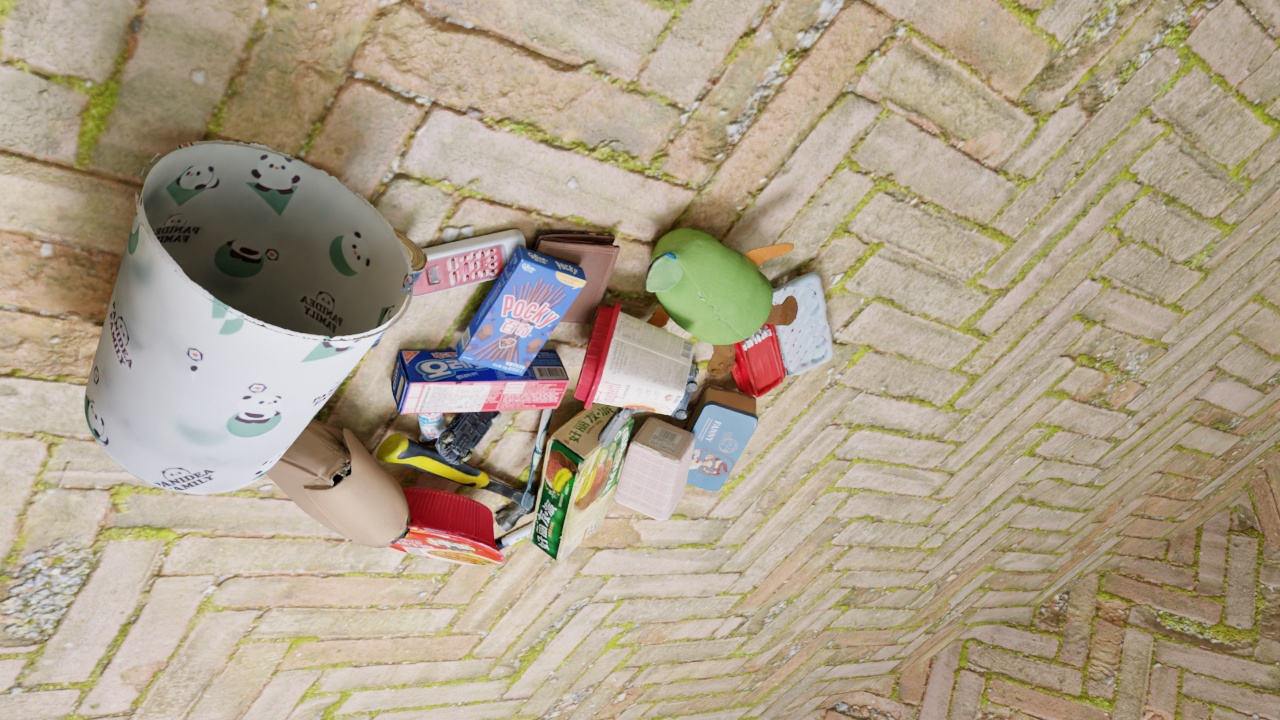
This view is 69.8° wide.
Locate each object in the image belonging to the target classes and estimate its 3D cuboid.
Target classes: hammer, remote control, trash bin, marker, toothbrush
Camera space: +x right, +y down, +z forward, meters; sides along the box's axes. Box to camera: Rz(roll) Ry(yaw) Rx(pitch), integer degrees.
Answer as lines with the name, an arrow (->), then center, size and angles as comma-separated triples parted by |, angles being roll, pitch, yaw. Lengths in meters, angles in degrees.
hammer -> -0.224, 0.154, 1.230 | 0.126, 0.032, 0.323 | -39, 146, 9
remote control -> -0.189, -0.105, 0.992 | 0.135, 0.020, 0.056 | -15, 139, -17
trash bin -> -0.362, -0.025, 0.822 | 0.229, 0.229, 0.253 | 11, 132, -40
marker -> -0.181, 0.267, 1.415 | 0.130, 0.018, 0.023 | -25, 150, -4
toothbrush -> -0.136, 0.122, 1.240 | 0.016, 0.018, 0.192 | -6, 120, -45

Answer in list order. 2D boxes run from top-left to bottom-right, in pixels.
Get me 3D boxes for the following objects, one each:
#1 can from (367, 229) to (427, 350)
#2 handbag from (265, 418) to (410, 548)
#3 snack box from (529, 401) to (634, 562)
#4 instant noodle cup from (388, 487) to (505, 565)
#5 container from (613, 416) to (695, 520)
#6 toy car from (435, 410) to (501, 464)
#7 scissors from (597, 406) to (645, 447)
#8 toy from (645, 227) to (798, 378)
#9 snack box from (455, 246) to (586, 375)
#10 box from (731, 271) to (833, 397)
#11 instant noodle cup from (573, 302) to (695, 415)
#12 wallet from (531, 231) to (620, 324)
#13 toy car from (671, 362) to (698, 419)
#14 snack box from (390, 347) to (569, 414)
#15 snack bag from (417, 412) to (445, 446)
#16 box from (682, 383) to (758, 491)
can -> -0.274, -0.075, 0.928 | 0.075, 0.075, 0.111 | 14, 124, -42
handbag -> -0.354, 0.136, 1.068 | 0.099, 0.148, 0.205 | -58, 152, -25
snack box -> -0.086, 0.172, 1.294 | 0.114, 0.063, 0.241 | -39, 154, -41
instant noodle cup -> -0.268, 0.218, 1.219 | 0.194, 0.065, 0.194 | 8, 155, 4
container -> 0.023, 0.154, 1.331 | 0.089, 0.090, 0.111 | -50, 158, -53
toy car -> -0.215, 0.080, 1.149 | 0.105, 0.031, 0.049 | -54, 136, -22
scissors -> -0.002, 0.052, 1.223 | 0.179, 0.019, 0.139 | -61, 149, -11
toy -> 0.093, -0.082, 1.139 | 0.227, 0.090, 0.246 | -32, 137, 15
snack box -> -0.137, -0.052, 1.040 | 0.084, 0.026, 0.157 | 16, 126, -33
box -> 0.194, -0.033, 1.300 | 0.157, 0.038, 0.201 | -28, 142, -3
instant noodle cup -> -0.007, 0.006, 1.115 | 0.124, 0.116, 0.116 | 16, 155, -4
wallet -> -0.089, -0.094, 1.061 | 0.101, 0.032, 0.125 | 1, 133, -29
toy car -> 0.060, 0.043, 1.297 | 0.034, 0.042, 0.091 | 11, 129, -6
snack box -> -0.192, 0.024, 1.105 | 0.207, 0.057, 0.058 | -1, 136, -32
snack bag -> -0.261, 0.074, 1.142 | 0.045, 0.026, 0.105 | -16, 144, -16
box -> 0.110, 0.112, 1.366 | 0.090, 0.059, 0.185 | 16, 131, -6
